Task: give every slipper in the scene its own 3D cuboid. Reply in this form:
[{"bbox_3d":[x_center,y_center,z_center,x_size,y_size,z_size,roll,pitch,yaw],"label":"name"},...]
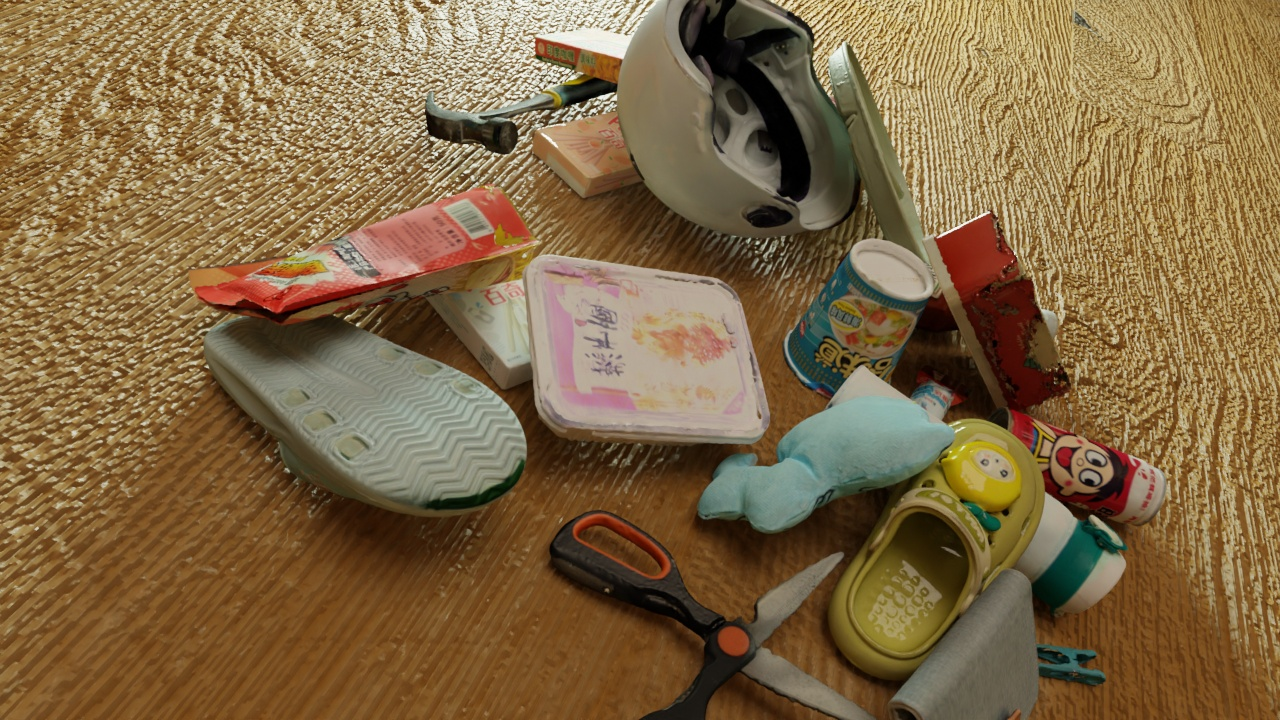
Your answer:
[{"bbox_3d":[-0.180,0.036,0.568,0.245,0.074,0.103,26,39,29],"label":"slipper"},{"bbox_3d":[0.194,0.115,0.580,0.091,0.082,0.190,36,74,14],"label":"slipper"}]

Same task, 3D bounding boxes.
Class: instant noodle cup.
[{"bbox_3d":[-0.004,0.004,0.653,0.173,0.061,0.137,4,58,-24],"label":"instant noodle cup"},{"bbox_3d":[0.182,-0.035,0.746,0.099,0.110,0.099,11,44,-11],"label":"instant noodle cup"}]

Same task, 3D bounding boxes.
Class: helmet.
[{"bbox_3d":[0.075,-0.211,0.838,0.258,0.146,0.228,29,56,-40],"label":"helmet"}]

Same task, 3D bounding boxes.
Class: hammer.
[{"bbox_3d":[-0.083,-0.265,0.914,0.126,0.032,0.322,19,34,28],"label":"hammer"}]

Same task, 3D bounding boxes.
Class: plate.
[{"bbox_3d":[0.228,-0.192,0.879,0.028,0.230,0.229,-20,47,22],"label":"plate"}]

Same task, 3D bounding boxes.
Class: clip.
[{"bbox_3d":[0.285,0.204,0.616,0.057,0.014,0.046,11,46,-9],"label":"clip"}]

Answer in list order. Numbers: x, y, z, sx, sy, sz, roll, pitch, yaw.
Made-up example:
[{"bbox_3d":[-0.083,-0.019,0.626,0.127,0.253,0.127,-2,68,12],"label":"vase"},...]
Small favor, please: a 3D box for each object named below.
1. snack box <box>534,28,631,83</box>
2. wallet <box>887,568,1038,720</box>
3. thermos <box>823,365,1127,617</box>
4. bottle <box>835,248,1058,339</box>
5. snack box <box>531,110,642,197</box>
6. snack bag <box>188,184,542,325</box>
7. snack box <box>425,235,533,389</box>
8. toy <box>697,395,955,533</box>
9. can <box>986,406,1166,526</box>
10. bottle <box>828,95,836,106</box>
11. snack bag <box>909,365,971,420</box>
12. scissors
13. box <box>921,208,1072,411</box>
[{"bbox_3d":[-0.034,-0.313,0.941,0.076,0.027,0.156,-22,37,-34],"label":"snack box"},{"bbox_3d":[0.197,0.200,0.531,0.129,0.106,0.037,-31,24,-37],"label":"wallet"},{"bbox_3d":[0.235,0.092,0.664,0.224,0.073,0.073,37,45,17],"label":"thermos"},{"bbox_3d":[0.280,-0.052,0.836,0.206,0.060,0.059,14,44,-7],"label":"bottle"},{"bbox_3d":[-0.021,-0.209,0.904,0.156,0.026,0.084,-25,60,-37],"label":"snack box"},{"bbox_3d":[-0.179,-0.065,0.617,0.207,0.073,0.129,-21,27,-36],"label":"snack bag"},{"bbox_3d":[-0.113,-0.049,0.709,0.084,0.027,0.157,-23,59,-36],"label":"snack box"},{"bbox_3d":[0.124,0.065,0.614,0.155,0.162,0.050,-40,113,-33],"label":"toy"},{"bbox_3d":[0.339,0.085,0.726,0.133,0.053,0.053,21,43,0],"label":"can"},{"bbox_3d":[0.182,-0.251,1.000,0.057,0.058,0.174,41,47,20],"label":"bottle"},{"bbox_3d":[0.232,0.043,0.749,0.048,0.026,0.103,30,43,22],"label":"snack bag"},{"bbox_3d":[0.033,0.165,0.536,0.229,0.022,0.221,-32,59,-31],"label":"scissors"},{"bbox_3d":[0.301,-0.037,0.749,0.168,0.078,0.091,49,26,-38],"label":"box"}]
